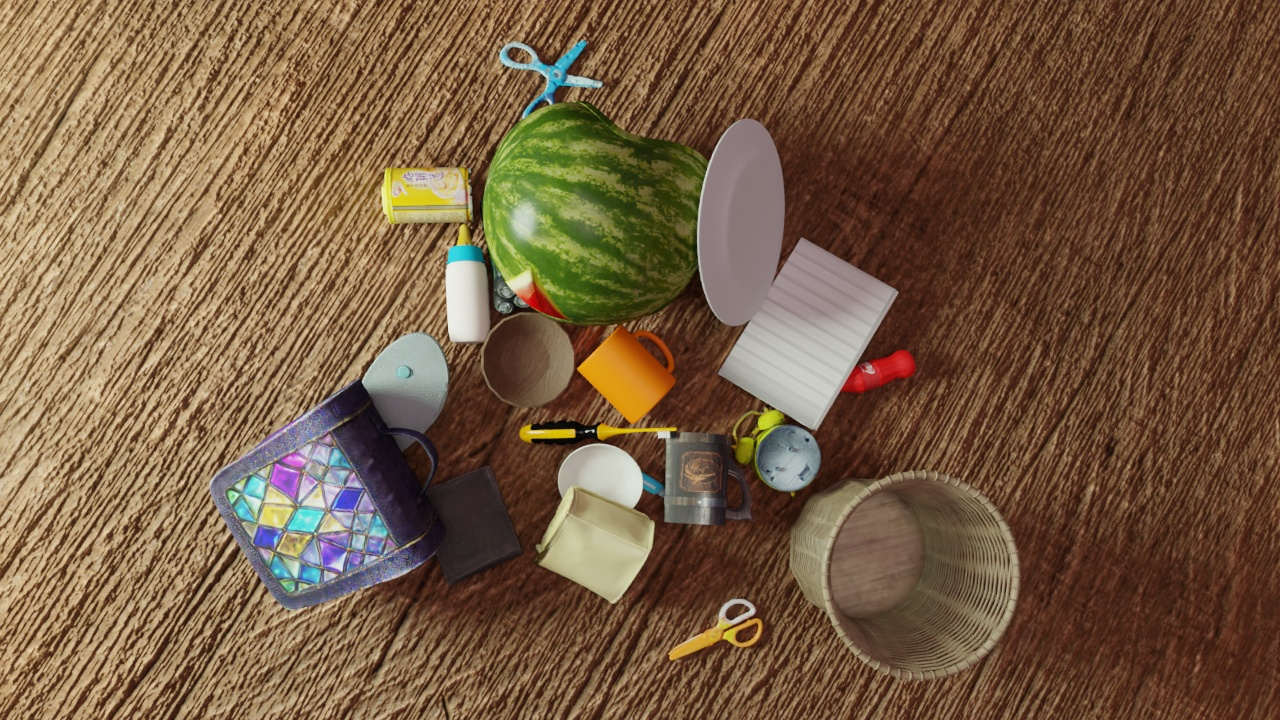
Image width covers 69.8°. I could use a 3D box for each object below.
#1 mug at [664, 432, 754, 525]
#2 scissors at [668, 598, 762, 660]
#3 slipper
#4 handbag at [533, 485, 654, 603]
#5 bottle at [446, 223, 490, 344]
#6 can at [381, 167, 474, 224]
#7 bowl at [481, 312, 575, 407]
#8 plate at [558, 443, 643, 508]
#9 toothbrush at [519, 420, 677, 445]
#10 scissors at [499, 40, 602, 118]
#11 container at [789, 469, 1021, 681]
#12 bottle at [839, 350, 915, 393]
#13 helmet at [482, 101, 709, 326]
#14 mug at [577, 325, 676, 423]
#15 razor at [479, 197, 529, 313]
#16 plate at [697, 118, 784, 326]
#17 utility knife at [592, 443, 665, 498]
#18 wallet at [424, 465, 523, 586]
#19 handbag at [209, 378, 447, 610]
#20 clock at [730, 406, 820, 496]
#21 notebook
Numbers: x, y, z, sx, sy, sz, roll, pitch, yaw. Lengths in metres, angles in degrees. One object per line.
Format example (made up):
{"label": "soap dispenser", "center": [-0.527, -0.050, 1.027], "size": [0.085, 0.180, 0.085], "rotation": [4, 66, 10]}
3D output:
{"label": "mug", "center": [0.086, 0.147, 1.124], "size": [0.115, 0.080, 0.107], "rotation": [5, 81, -13]}
{"label": "scissors", "center": [0.091, 0.344, 1.153], "size": [0.128, 0.013, 0.064], "rotation": [-20, 89, -9]}
{"label": "slipper", "center": [-0.317, 0.083, 1.104], "size": [0.098, 0.054, 0.269], "rotation": [38, 95, -7]}
{"label": "handbag", "center": [-0.058, 0.221, 1.103], "size": [0.119, 0.081, 0.111], "rotation": [26, 115, -9]}
{"label": "bottle", "center": [-0.211, -0.094, 1.118], "size": [0.051, 0.051, 0.146], "rotation": [-3, 87, -7]}
{"label": "can", "center": [-0.255, -0.200, 1.110], "size": [0.105, 0.068, 0.067], "rotation": [-2, 87, -8]}
{"label": "bowl", "center": [-0.139, 0.000, 1.127], "size": [0.117, 0.030, 0.118], "rotation": [-1, 92, -18]}
{"label": "plate", "center": [-0.048, 0.146, 1.129], "size": [0.104, 0.026, 0.104], "rotation": [1, 109, 2]}
{"label": "toothbrush", "center": [-0.053, 0.087, 1.115], "size": [0.197, 0.031, 0.031], "rotation": [-3, 90, 12]}
{"label": "scissors", "center": [-0.116, -0.351, 1.164], "size": [0.134, 0.011, 0.137], "rotation": [9, 86, -8]}
{"label": "container", "center": [0.296, 0.239, 1.090], "size": [0.227, 0.196, 0.227], "rotation": [0, 87, -7]}
{"label": "bottle", "center": [0.293, 0.020, 1.182], "size": [0.119, 0.036, 0.036], "rotation": [-18, 89, -7]}
{"label": "helmet", "center": [-0.061, -0.161, 1.046], "size": [0.247, 0.214, 0.242], "rotation": [27, 71, -19]}
{"label": "mug", "center": [-0.007, 0.007, 1.132], "size": [0.096, 0.078, 0.112], "rotation": [45, 56, -3]}
{"label": "razor", "center": [-0.168, -0.133, 1.119], "size": [0.054, 0.067, 0.151], "rotation": [-16, 84, 7]}
{"label": "plate", "center": [0.130, -0.161, 1.086], "size": [0.016, 0.242, 0.242], "rotation": [9, 85, 30]}
{"label": "utility knife", "center": [0.015, 0.155, 1.154], "size": [0.181, 0.015, 0.022], "rotation": [29, 90, -7]}
{"label": "wallet", "center": [-0.208, 0.199, 1.117], "size": [0.099, 0.031, 0.120], "rotation": [-22, 87, -10]}
{"label": "handbag", "center": [-0.330, 0.144, 1.023], "size": [0.222, 0.125, 0.205], "rotation": [-26, 101, 5]}
{"label": "clock", "center": [0.170, 0.112, 1.152], "size": [0.119, 0.057, 0.083], "rotation": [42, 84, -4]}
{"label": "notebook", "center": [0.215, -0.035, 1.173], "size": [0.142, 0.009, 0.209], "rotation": [31, 84, 9]}
